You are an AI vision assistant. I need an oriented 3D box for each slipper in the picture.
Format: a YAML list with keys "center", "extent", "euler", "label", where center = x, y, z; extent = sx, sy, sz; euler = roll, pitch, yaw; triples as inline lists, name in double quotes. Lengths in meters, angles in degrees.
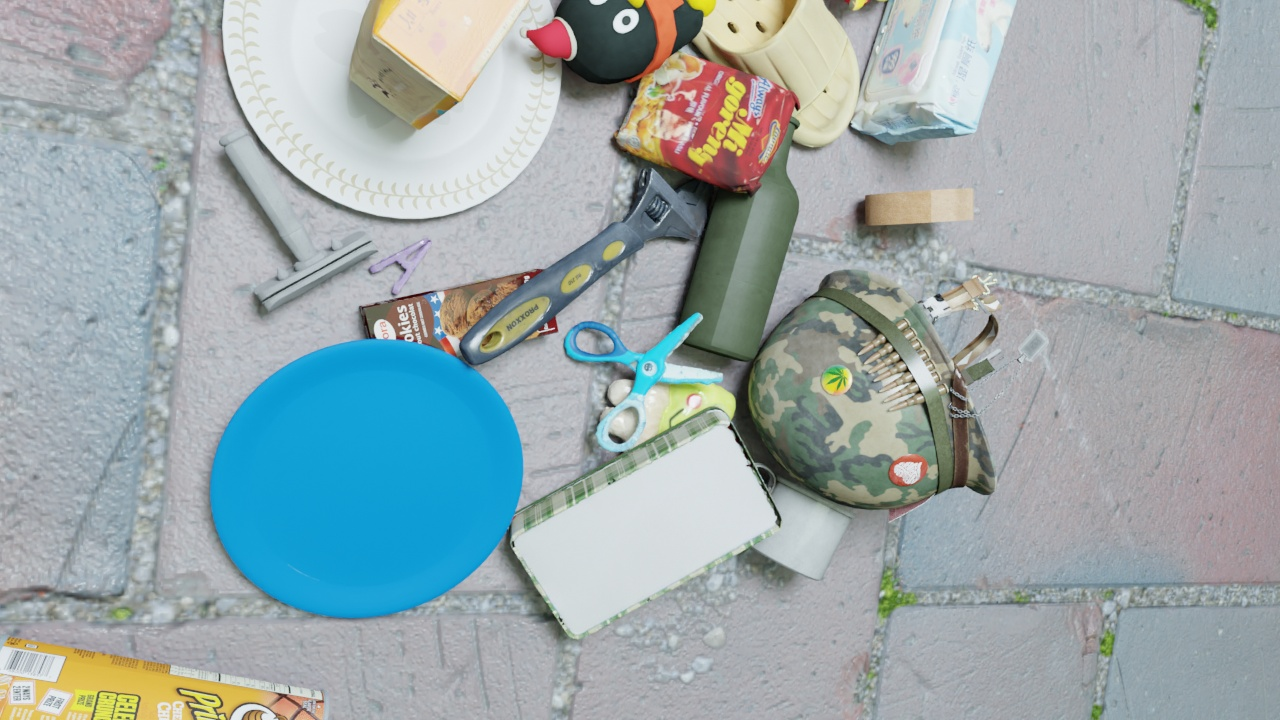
- center: [0.103, -0.289, 0.758]
  extent: [0.261, 0.079, 0.111]
  euler: [37, 78, -22]
  label: "slipper"

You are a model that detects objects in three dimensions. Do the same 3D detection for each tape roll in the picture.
- center: [0.251, -0.138, 0.829]
  extent: [0.093, 0.094, 0.027]
  euler: [-7, 99, -22]
  label: "tape roll"

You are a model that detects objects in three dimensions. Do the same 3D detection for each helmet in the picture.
- center: [0.218, 0.022, 0.775]
  extent: [0.236, 0.224, 0.193]
  euler: [-44, 154, -11]
  label: "helmet"

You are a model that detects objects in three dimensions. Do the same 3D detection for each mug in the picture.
- center: [0.128, 0.142, 0.819]
  extent: [0.113, 0.084, 0.070]
  euler: [28, 87, -16]
  label: "mug"

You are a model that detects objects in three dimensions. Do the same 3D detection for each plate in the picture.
- center: [-0.200, 0.089, 0.691]
  extent: [0.224, 0.024, 0.224]
  euler: [-7, 110, -20]
  label: "plate"
- center: [-0.176, -0.227, 0.678]
  extent: [0.242, 0.016, 0.242]
  euler: [-3, 98, -23]
  label: "plate"

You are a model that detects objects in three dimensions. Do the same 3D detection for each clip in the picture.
- center: [-0.184, -0.075, 0.696]
  extent: [0.046, 0.014, 0.050]
  euler: [18, 92, -21]
  label: "clip"

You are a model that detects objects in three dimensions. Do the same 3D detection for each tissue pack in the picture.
- center: [0.259, -0.281, 0.806]
  extent: [0.070, 0.112, 0.182]
  euler: [16, 89, -25]
  label: "tissue pack"

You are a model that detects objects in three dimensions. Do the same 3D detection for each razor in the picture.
- center: [-0.252, -0.105, 0.638]
  extent: [0.088, 0.047, 0.116]
  euler: [-33, 113, -16]
  label: "razor"

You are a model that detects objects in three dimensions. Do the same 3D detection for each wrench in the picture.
- center: [-0.035, -0.080, 0.727]
  extent: [0.272, 0.022, 0.073]
  euler: [-41, 120, -28]
  label: "wrench"

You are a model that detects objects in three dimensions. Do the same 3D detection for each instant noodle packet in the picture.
- center: [0.051, -0.195, 0.740]
  extent: [0.135, 0.040, 0.098]
  euler: [23, 82, 13]
  label: "instant noodle packet"

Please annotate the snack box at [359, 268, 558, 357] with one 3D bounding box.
- center: [-0.139, -0.032, 0.709]
  extent: [0.140, 0.032, 0.051]
  euler: [-15, 102, -21]
  label: "snack box"

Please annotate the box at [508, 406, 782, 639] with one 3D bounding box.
- center: [0.004, 0.132, 0.754]
  extent: [0.205, 0.050, 0.117]
  euler: [-31, 105, 0]
  label: "box"

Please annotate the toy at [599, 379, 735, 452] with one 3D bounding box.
- center: [0.023, 0.052, 0.783]
  extent: [0.115, 0.046, 0.092]
  euler: [16, 96, -16]
  label: "toy"

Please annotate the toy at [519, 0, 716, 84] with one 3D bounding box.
- center: [-0.019, -0.255, 0.688]
  extent: [0.097, 0.100, 0.119]
  euler: [48, 60, -5]
  label: "toy"

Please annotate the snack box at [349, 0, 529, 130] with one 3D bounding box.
- center: [-0.114, -0.263, 0.610]
  extent: [0.080, 0.145, 0.195]
  euler: [35, 82, -23]
  label: "snack box"

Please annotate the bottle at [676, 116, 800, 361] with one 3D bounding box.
- center: [0.090, -0.105, 0.775]
  extent: [0.071, 0.071, 0.207]
  euler: [16, 91, -24]
  label: "bottle"

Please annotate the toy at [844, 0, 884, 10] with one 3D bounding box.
- center: [0.175, -0.348, 0.787]
  extent: [0.137, 0.067, 0.105]
  euler: [0, 74, -31]
  label: "toy"

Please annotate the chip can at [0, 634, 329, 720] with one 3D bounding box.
- center: [-0.335, 0.249, 0.636]
  extent: [0.215, 0.075, 0.075]
  euler: [20, 88, -24]
  label: "chip can"

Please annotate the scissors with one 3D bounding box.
- center: [-0.005, 0.003, 0.748]
  extent: [0.134, 0.012, 0.134]
  euler: [44, 97, 9]
  label: "scissors"
